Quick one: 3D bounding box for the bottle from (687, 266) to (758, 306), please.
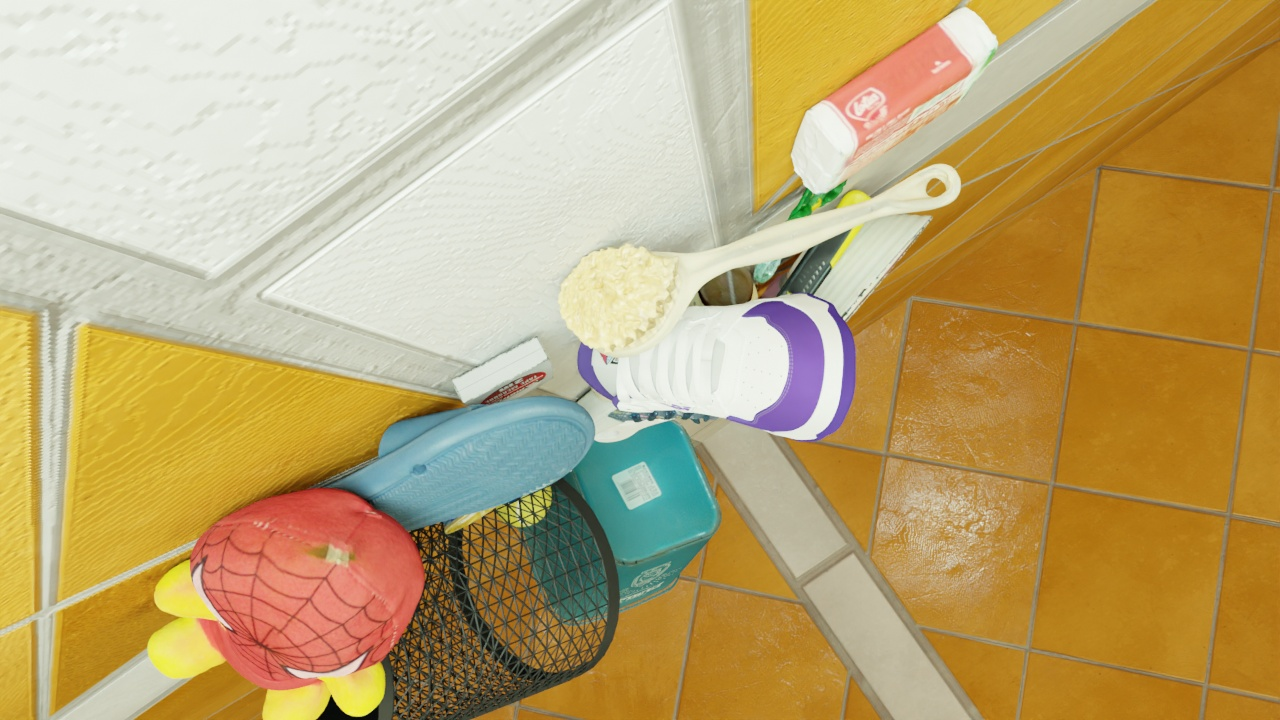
[{"bbox_3d":[0.064,-0.041,0.748,0.056,0.056,0.162,-34,170,-5],"label":"bottle"}]

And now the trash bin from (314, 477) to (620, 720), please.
[{"bbox_3d":[-0.179,0.221,0.804,0.218,0.217,0.242,-41,162,34],"label":"trash bin"}]

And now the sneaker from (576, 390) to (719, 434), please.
[{"bbox_3d":[0.043,0.028,0.871,0.236,0.079,0.087,-25,176,11],"label":"sneaker"}]

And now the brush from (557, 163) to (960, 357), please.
[{"bbox_3d":[0.079,-0.068,0.546,0.272,0.062,0.077,-22,180,-15],"label":"brush"}]

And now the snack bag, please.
[{"bbox_3d":[0.147,-0.151,0.542,0.116,0.036,0.077,-34,171,-3],"label":"snack bag"}]

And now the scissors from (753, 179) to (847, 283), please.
[{"bbox_3d":[0.116,-0.104,0.683,0.125,0.011,0.132,-35,158,-44],"label":"scissors"}]

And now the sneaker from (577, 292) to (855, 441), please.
[{"bbox_3d":[0.032,-0.002,0.589,0.111,0.092,0.244,6,177,-23],"label":"sneaker"}]

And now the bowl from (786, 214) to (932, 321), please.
[{"bbox_3d":[0.188,-0.085,0.862,0.177,0.071,0.177,-47,170,-11],"label":"bowl"}]

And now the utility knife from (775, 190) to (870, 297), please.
[{"bbox_3d":[0.136,-0.059,0.787,0.203,0.029,0.020,-56,167,-3],"label":"utility knife"}]

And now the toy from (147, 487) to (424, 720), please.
[{"bbox_3d":[-0.212,0.148,0.556,0.217,0.147,0.098,-45,-155,42],"label":"toy"}]

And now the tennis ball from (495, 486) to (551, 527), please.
[{"bbox_3d":[-0.128,0.146,0.988,0.065,0.065,0.065,-34,171,-7],"label":"tennis ball"}]

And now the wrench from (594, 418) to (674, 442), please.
[{"bbox_3d":[0.078,0.041,0.919,0.274,0.009,0.047,-17,155,15],"label":"wrench"}]

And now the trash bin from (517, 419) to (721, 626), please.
[{"bbox_3d":[-0.025,0.188,1.112,0.196,0.199,0.219,-15,161,-25],"label":"trash bin"}]

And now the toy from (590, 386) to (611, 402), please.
[{"bbox_3d":[-0.005,0.005,0.778,0.087,0.050,0.112,-31,164,-18],"label":"toy"}]

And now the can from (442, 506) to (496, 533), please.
[{"bbox_3d":[-0.124,0.081,0.699,0.100,0.059,0.053,-40,169,26],"label":"can"}]

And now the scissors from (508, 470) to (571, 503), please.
[{"bbox_3d":[-0.096,0.101,0.935,0.133,0.014,0.127,-45,157,-2],"label":"scissors"}]

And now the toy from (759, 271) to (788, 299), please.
[{"bbox_3d":[0.124,-0.022,0.957,0.157,0.067,0.123,-34,142,-10],"label":"toy"}]

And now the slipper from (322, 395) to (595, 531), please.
[{"bbox_3d":[-0.130,0.064,0.583,0.214,0.059,0.103,-24,153,22],"label":"slipper"}]

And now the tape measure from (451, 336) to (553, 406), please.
[{"bbox_3d":[-0.087,0.011,0.590,0.060,0.020,0.062,-28,169,-7],"label":"tape measure"}]
